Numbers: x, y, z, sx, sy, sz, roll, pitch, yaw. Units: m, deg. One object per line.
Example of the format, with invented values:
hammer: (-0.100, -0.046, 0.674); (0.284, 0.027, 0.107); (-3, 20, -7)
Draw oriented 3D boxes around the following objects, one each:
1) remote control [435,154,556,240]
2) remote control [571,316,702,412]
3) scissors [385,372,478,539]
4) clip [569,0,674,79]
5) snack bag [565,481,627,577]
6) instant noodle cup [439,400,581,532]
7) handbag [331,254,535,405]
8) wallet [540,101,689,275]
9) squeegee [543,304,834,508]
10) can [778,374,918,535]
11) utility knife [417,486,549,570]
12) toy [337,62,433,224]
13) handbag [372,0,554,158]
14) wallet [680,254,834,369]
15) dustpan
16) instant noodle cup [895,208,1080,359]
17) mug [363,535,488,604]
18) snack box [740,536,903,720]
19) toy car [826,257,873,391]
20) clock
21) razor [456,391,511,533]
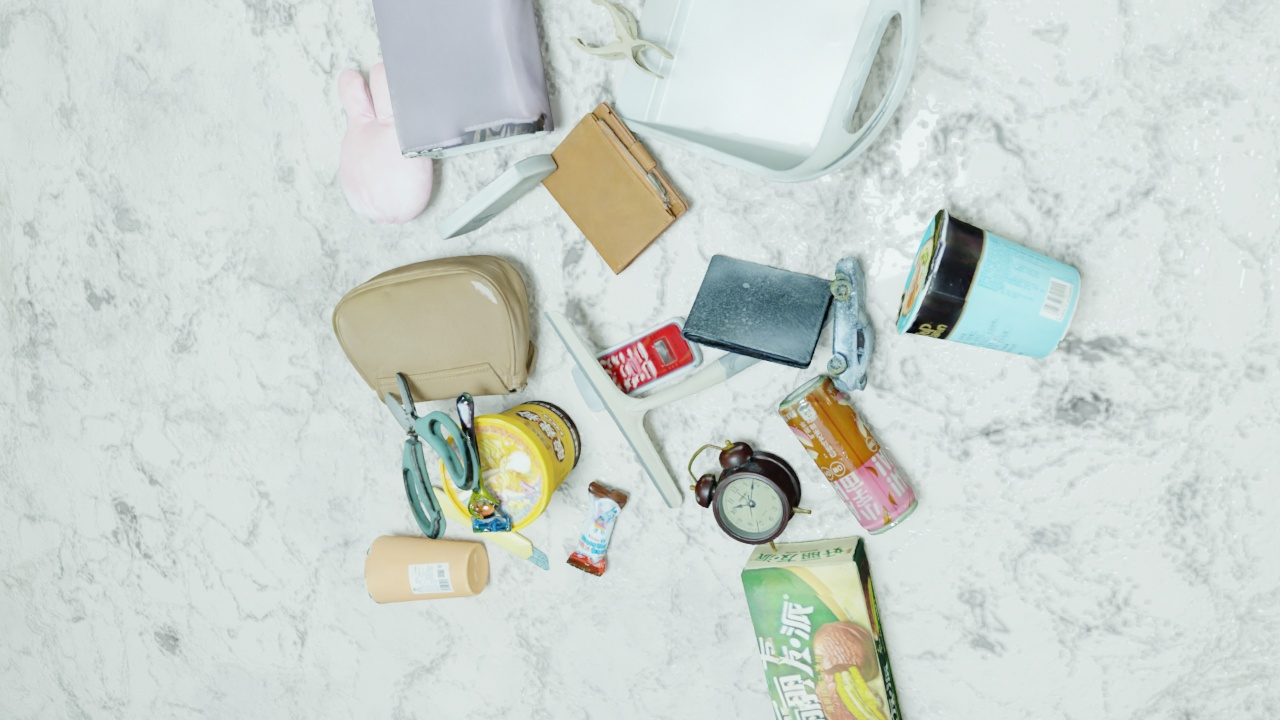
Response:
remote control: (-0.141, -0.159, 0.894); (0.135, 0.056, 0.019); (-28, 93, 38)
remote control: (-0.005, 0.005, 0.921); (0.136, 0.020, 0.056); (-25, 95, 24)
scissors: (-0.216, 0.102, 0.909); (0.174, 0.019, 0.177); (36, 125, 36)
clip: (-0.012, -0.299, 0.825); (0.104, 0.034, 0.089); (17, 102, 33)
snack bag: (-0.046, 0.180, 0.978); (0.045, 0.026, 0.105); (22, 108, 17)
instant noodle cup: (-0.125, 0.100, 0.938); (0.119, 0.114, 0.118); (5, 105, 19)
handbag: (-0.206, -0.032, 0.948); (0.205, 0.099, 0.148); (-6, 109, 22)
wallet: (-0.029, -0.163, 0.875); (0.132, 0.031, 0.108); (51, 125, 2)
squeegee: (0.071, 0.010, 0.868); (0.247, 0.039, 0.246); (-26, 108, 17)
can: (0.191, 0.086, 0.848); (0.058, 0.057, 0.147); (-37, 89, 24)
utility knife: (-0.177, 0.189, 1.034); (0.175, 0.019, 0.031); (30, 116, 12)
toy: (-0.264, -0.220, 0.938); (0.121, 0.054, 0.159); (4, 106, 30)
handbag: (-0.164, -0.299, 0.859); (0.145, 0.098, 0.197); (-4, 101, 24)
wallet: (0.108, -0.047, 0.833); (0.121, 0.097, 0.019); (15, 150, 15)
dustpan: (0.098, -0.264, 0.749); (0.258, 0.142, 0.223); (22, 110, 12)
instant noodle cup: (0.287, -0.055, 0.757); (0.120, 0.111, 0.111); (18, 109, 6)
mug: (-0.240, 0.237, 1.042); (0.123, 0.078, 0.078); (-4, 102, 17)
snack box: (0.184, 0.298, 0.902); (0.115, 0.063, 0.240); (-10, 101, 23)
toy car: (0.189, -0.032, 0.820); (0.037, 0.054, 0.121); (1, 103, 23)
clock: (0.101, 0.127, 0.893); (0.122, 0.055, 0.082); (38, 114, 5)
razor: (-0.157, 0.100, 0.875); (0.043, 0.022, 0.143); (-5, 101, 19)
